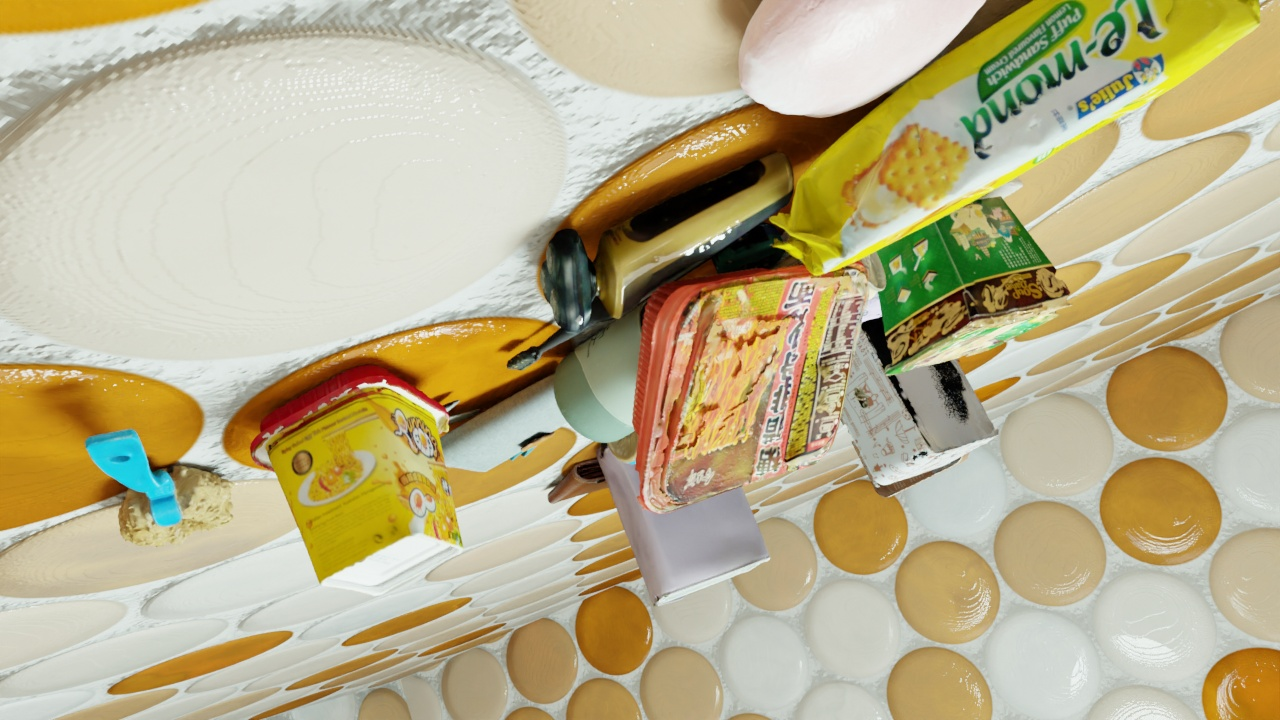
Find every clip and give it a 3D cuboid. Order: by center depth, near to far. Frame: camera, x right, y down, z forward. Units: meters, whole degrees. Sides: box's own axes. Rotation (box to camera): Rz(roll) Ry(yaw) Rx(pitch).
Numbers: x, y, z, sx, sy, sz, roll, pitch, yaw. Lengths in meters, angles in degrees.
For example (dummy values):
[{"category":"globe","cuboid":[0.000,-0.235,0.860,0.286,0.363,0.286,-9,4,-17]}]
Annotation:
[{"category":"clip","cuboid":[-0.118,0.087,0.933,0.045,0.014,0.057,-13,160,-32]}]

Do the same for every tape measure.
[{"category":"tape measure","cuboid":[0.076,-0.075,0.658,0.054,0.025,0.058,-23,164,6]}]

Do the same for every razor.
[{"category":"razor","cuboid":[0.015,-0.076,0.550,0.167,0.062,0.068,-28,132,2]}]

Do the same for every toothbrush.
[{"category":"toothbrush","cuboid":[-0.017,-0.043,0.640,0.213,0.026,0.027,-31,174,28]}]

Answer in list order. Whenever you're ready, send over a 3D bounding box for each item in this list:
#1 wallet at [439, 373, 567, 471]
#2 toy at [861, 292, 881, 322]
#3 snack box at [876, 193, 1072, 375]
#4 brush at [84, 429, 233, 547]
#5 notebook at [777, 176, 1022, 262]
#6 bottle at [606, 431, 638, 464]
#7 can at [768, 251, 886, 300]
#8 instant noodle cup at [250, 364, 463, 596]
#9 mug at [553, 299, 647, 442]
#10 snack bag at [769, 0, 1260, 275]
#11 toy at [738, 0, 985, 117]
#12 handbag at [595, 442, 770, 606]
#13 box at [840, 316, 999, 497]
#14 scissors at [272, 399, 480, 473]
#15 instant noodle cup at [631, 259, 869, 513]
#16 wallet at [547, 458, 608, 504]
[{"category":"wallet","cuboid":[-0.104,0.059,0.803,0.130,0.037,0.106,-30,163,6]},{"category":"toy","cuboid":[0.221,-0.059,0.828,0.108,0.039,0.084,-19,176,-7]},{"category":"snack box","cuboid":[0.250,-0.062,0.726,0.118,0.105,0.118,-11,165,-25]},{"category":"brush","cuboid":[-0.321,0.084,0.607,0.083,0.046,0.255,-11,166,-21]},{"category":"notebook","cuboid":[0.185,-0.098,0.741,0.208,0.012,0.151,-11,161,-30]},{"category":"bottle","cuboid":[0.061,0.066,0.999,0.218,0.065,0.065,-5,157,-42]},{"category":"can","cuboid":[0.121,-0.051,0.693,0.117,0.058,0.058,-30,161,34]},{"category":"instant noodle cup","cuboid":[-0.187,0.087,0.634,0.116,0.123,0.116,-28,155,6]},{"category":"mug","cuboid":[-0.004,0.004,0.728,0.107,0.082,0.111,-34,-169,34]},{"category":"snack bag","cuboid":[0.182,-0.126,0.499,0.247,0.068,0.158,-30,177,9]},{"category":"toy","cuboid":[0.114,-0.159,0.393,0.121,0.054,0.160,-14,168,-45]},{"category":"handbag","cuboid":[0.044,0.171,1.076,0.144,0.197,0.099,-13,161,-25]},{"category":"box","cuboid":[0.250,0.051,0.994,0.157,0.181,0.198,-11,159,-37]},{"category":"scissors","cuboid":[-0.220,0.077,0.772,0.170,0.019,0.182,-16,161,-22]},{"category":"instant noodle cup","cuboid":[0.063,0.008,0.625,0.188,0.079,0.165,-12,122,-37]},{"category":"wallet","cuboid":[-0.049,0.150,1.183,0.124,0.032,0.101,-11,162,-30]}]
